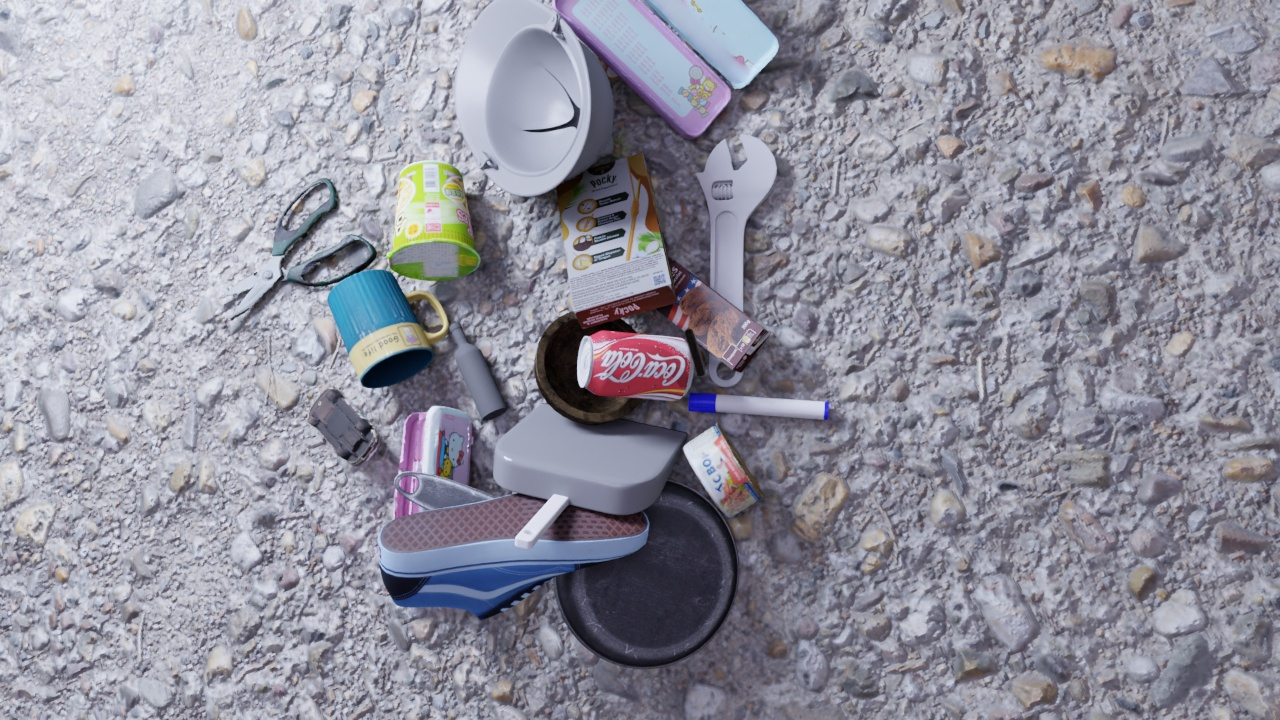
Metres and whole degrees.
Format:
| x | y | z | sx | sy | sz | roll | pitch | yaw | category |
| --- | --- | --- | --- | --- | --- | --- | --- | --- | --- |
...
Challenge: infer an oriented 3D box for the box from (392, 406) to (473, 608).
| x | y | z | sx | sy | sz | roll | pitch | yaw | category |
| --- | --- | --- | --- | --- | --- | --- | --- | --- | --- |
| -0.223 | 0.149 | 0.946 | 0.087 | 0.102 | 0.201 | 0 | 80 | 8 | box |

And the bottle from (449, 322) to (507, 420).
| x | y | z | sx | sy | sz | roll | pitch | yaw | category |
| --- | --- | --- | --- | --- | --- | --- | --- | --- | --- |
| -0.181 | 0.009 | 1.000 | 0.030 | 0.030 | 0.113 | -28 | 76 | 4 | bottle |

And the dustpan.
| x | y | z | sx | sy | sz | roll | pitch | yaw | category |
| --- | --- | --- | --- | --- | --- | --- | --- | --- | --- |
| -0.062 | 0.106 | 0.859 | 0.163 | 0.257 | 0.033 | 11 | 106 | 12 | dustpan |

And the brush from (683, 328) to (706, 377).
| x | y | z | sx | sy | sz | roll | pitch | yaw | category |
| --- | --- | --- | --- | --- | --- | --- | --- | --- | --- |
| 0.057 | -0.005 | 0.900 | 0.008 | 0.143 | 0.045 | -17 | 86 | 6 | brush |

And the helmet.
| x | y | z | sx | sy | sz | roll | pitch | yaw | category |
| --- | --- | --- | --- | --- | --- | --- | --- | --- | --- |
| -0.092 | -0.275 | 0.995 | 0.184 | 0.117 | 0.271 | -56 | 50 | 25 | helmet |

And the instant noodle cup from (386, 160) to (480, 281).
| x | y | z | sx | sy | sz | roll | pitch | yaw | category |
| --- | --- | --- | --- | --- | --- | --- | --- | --- | --- |
| -0.228 | -0.156 | 1.010 | 0.099 | 0.099 | 0.107 | -9 | 71 | 9 | instant noodle cup |

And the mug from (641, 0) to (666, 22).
| x | y | z | sx | sy | sz | roll | pitch | yaw | category |
| --- | --- | --- | --- | --- | --- | --- | --- | --- | --- |
| 0.017 | -0.426 | 1.020 | 0.113 | 0.070 | 0.084 | -9 | 78 | 9 | mug |

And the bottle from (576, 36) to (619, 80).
| x | y | z | sx | sy | sz | roll | pitch | yaw | category |
| --- | --- | --- | --- | --- | --- | --- | --- | --- | --- |
| -0.054 | -0.367 | 1.026 | 0.063 | 0.063 | 0.109 | -36 | 76 | 2 | bottle |

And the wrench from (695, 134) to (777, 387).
| x | y | z | sx | sy | sz | roll | pitch | yaw | category |
| --- | --- | --- | --- | --- | --- | --- | --- | --- | --- |
| 0.103 | -0.107 | 0.976 | 0.087 | 0.018 | 0.273 | -1 | 81 | 10 | wrench |

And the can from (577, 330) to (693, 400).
| x | y | z | sx | sy | sz | roll | pitch | yaw | category |
| --- | --- | --- | --- | --- | --- | --- | --- | --- | --- |
| -0.005 | 0.005 | 0.906 | 0.104 | 0.064 | 0.064 | 5 | 80 | -17 | can |

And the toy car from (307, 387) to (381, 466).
| x | y | z | sx | sy | sz | roll | pitch | yaw | category |
| --- | --- | --- | --- | --- | --- | --- | --- | --- | --- |
| -0.326 | 0.073 | 1.014 | 0.113 | 0.040 | 0.048 | 38 | 88 | 32 | toy car |

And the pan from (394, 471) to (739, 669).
| x | y | z | sx | sy | sz | roll | pitch | yaw | category |
| --- | --- | --- | --- | --- | --- | --- | --- | --- | --- |
| -0.069 | 0.178 | 0.891 | 0.357 | 0.055 | 0.187 | 22 | 81 | -8 | pan |

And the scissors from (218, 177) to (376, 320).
| x | y | z | sx | sy | sz | roll | pitch | yaw | category |
| --- | --- | --- | --- | --- | --- | --- | --- | --- | --- |
| -0.397 | -0.103 | 1.069 | 0.146 | 0.015 | 0.209 | 39 | 88 | 13 | scissors |

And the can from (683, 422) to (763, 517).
| x | y | z | sx | sy | sz | roll | pitch | yaw | category |
| --- | --- | --- | --- | --- | --- | --- | --- | --- | --- |
| 0.082 | 0.108 | 0.905 | 0.043 | 0.086 | 0.086 | -33 | 76 | 5 | can |

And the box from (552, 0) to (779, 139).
| x | y | z | sx | sy | sz | roll | pitch | yaw | category |
| --- | --- | --- | --- | --- | --- | --- | --- | --- | --- |
| 0.028 | -0.356 | 0.973 | 0.214 | 0.048 | 0.150 | 41 | 105 | -13 | box |

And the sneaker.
| x | y | z | sx | sy | sz | roll | pitch | yaw | category |
| --- | --- | --- | --- | --- | --- | --- | --- | --- | --- |
| -0.113 | 0.182 | 0.842 | 0.241 | 0.083 | 0.098 | -5 | 120 | -10 | sneaker |

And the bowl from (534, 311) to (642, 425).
| x | y | z | sx | sy | sz | roll | pitch | yaw | category |
| --- | --- | --- | --- | --- | --- | --- | --- | --- | --- |
| -0.055 | 0.013 | 0.955 | 0.121 | 0.056 | 0.121 | 6 | 70 | -17 | bowl |

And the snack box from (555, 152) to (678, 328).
| x | y | z | sx | sy | sz | roll | pitch | yaw | category |
| --- | --- | --- | --- | --- | --- | --- | --- | --- | --- |
| -0.028 | -0.129 | 0.961 | 0.101 | 0.032 | 0.185 | -15 | 56 | 7 | snack box |

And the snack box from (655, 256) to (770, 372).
| x | y | z | sx | sy | sz | roll | pitch | yaw | category |
| --- | --- | --- | --- | --- | --- | --- | --- | --- | --- |
| 0.062 | -0.051 | 0.951 | 0.141 | 0.031 | 0.051 | 40 | 99 | 22 | snack box |

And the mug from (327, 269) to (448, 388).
| x | y | z | sx | sy | sz | roll | pitch | yaw | category |
| --- | --- | --- | --- | --- | --- | --- | --- | --- | --- |
| -0.272 | -0.040 | 1.008 | 0.113 | 0.083 | 0.107 | -22 | 72 | -23 | mug |

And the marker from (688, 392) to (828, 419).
| x | y | z | sx | sy | sz | roll | pitch | yaw | category |
| --- | --- | --- | --- | --- | --- | --- | --- | --- | --- |
| 0.121 | 0.048 | 0.942 | 0.141 | 0.020 | 0.020 | 4 | 81 | 11 | marker |
